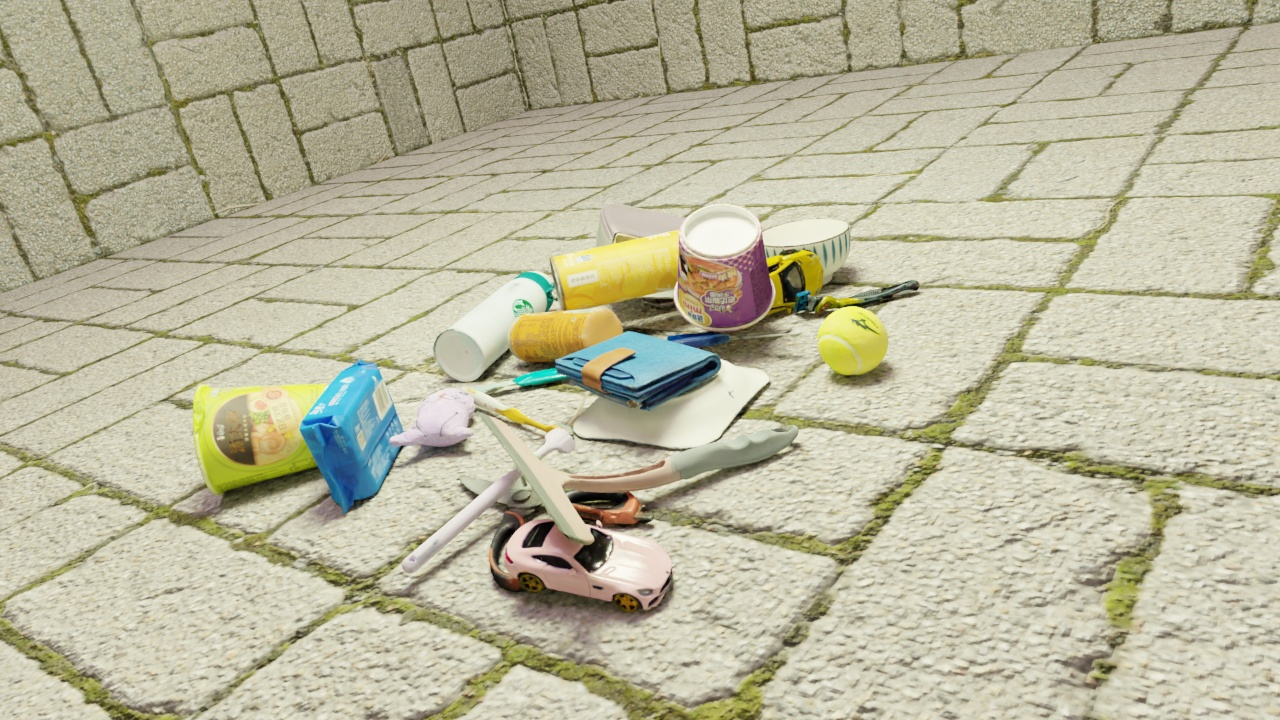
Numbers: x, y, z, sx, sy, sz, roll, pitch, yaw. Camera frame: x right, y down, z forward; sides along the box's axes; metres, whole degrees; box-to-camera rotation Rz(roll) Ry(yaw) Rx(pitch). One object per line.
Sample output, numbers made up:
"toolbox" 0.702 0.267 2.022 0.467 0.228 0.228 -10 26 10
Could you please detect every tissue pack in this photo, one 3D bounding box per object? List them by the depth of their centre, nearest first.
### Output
"tissue pack" -0.277 0.069 0.881 0.052 0.095 0.157 -11 24 7

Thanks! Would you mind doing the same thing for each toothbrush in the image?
"toothbrush" -0.124 0.113 0.757 0.029 0.021 0.188 32 47 22
"toothbrush" -0.129 0.052 0.937 0.018 0.016 0.192 -15 22 -39

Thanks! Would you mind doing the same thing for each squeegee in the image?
"squeegee" 0.018 0.083 0.740 0.249 0.040 0.248 -6 18 -21

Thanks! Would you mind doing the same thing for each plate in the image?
"plate" 0.027 0.029 0.895 0.164 0.034 0.163 3 28 33

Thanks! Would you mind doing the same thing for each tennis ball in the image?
"tennis ball" 0.201 -0.018 0.872 0.065 0.065 0.065 -11 22 4

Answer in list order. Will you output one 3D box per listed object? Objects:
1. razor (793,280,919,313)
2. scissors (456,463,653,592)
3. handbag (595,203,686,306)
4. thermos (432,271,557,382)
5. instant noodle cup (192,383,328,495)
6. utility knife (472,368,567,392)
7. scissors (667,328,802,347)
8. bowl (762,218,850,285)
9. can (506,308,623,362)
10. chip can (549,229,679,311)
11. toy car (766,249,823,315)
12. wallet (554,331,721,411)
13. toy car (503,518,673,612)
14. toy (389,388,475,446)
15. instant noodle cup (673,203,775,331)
"razor" 0.245 -0.070 1.033 0.143 0.022 0.043 -9 -22 -1
"scissors" -0.088 0.124 0.756 0.227 0.015 0.188 -2 25 27
"handbag" 0.017 -0.140 1.215 0.145 0.098 0.196 3 21 -7
"thermos" -0.171 -0.052 1.148 0.073 0.073 0.223 -3 24 22
"instant noodle cup" -0.369 0.070 0.923 0.123 0.112 0.111 -9 21 -11
"utility knife" -0.100 0.017 1.016 0.223 0.013 0.029 -10 23 0
"scissors" 0.089 -0.024 0.973 0.173 0.012 0.162 -1 6 39
"bowl" 0.202 -0.128 1.129 0.116 0.066 0.116 -10 21 4
"can" -0.087 -0.027 1.033 0.146 0.058 0.058 0 24 47
"chip can" 0.004 -0.109 1.075 0.213 0.072 0.072 -14 22 -7
"toy car" 0.141 -0.084 1.053 0.155 0.071 0.041 -15 21 -9
"wallet" -0.005 0.005 0.876 0.106 0.040 0.133 -23 24 -33
"toy car" -0.037 0.139 0.643 0.122 0.037 0.056 8 35 18
"toy" -0.204 0.059 0.936 0.084 0.039 0.108 -6 23 1
"instant noodle cup" 0.085 -0.102 0.965 0.111 0.099 0.111 -5 51 6
